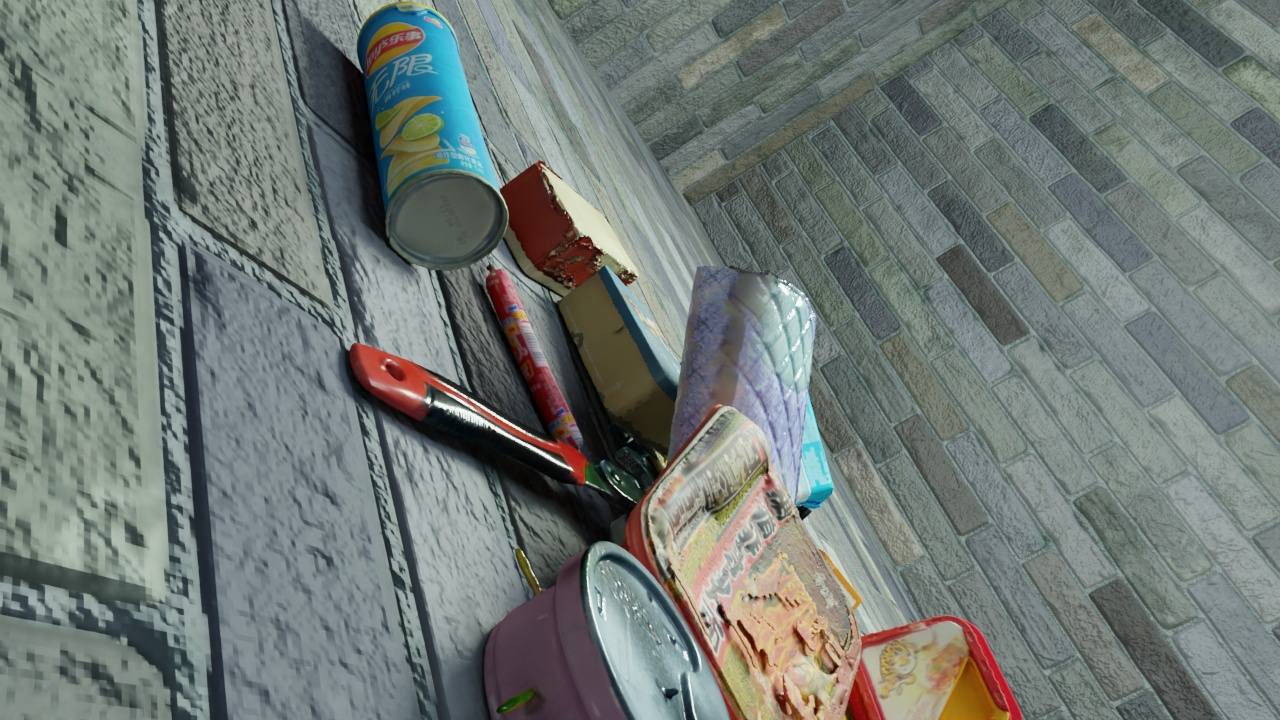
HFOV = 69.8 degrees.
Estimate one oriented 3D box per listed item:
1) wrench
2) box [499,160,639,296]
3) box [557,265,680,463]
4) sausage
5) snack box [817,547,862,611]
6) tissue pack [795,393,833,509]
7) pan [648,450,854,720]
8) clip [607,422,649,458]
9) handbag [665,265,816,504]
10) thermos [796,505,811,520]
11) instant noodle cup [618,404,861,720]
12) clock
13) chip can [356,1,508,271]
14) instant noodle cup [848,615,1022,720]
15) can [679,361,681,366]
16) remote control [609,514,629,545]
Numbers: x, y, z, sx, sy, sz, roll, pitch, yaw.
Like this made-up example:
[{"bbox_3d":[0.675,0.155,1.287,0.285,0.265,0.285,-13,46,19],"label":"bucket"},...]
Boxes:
[{"bbox_3d":[-0.055,0.046,0.506,0.273,0.016,0.056,32,22,-55],"label":"wrench"},{"bbox_3d":[-0.058,-0.111,0.824,0.091,0.076,0.168,61,11,16],"label":"box"},{"bbox_3d":[-0.004,0.004,0.752,0.090,0.060,0.184,45,10,-44],"label":"box"},{"bbox_3d":[-0.072,-0.001,0.607,0.155,0.020,0.020,63,12,21],"label":"sausage"},{"bbox_3d":[0.137,0.183,0.868,0.075,0.026,0.154,52,-13,-26],"label":"snack box"},{"bbox_3d":[0.140,0.093,0.961,0.063,0.089,0.140,-36,-114,60],"label":"tissue pack"},{"bbox_3d":[0.089,0.188,0.754,0.357,0.078,0.197,68,10,13],"label":"pan"},{"bbox_3d":[-0.007,0.069,0.728,0.033,0.013,0.054,64,13,26],"label":"clip"},{"bbox_3d":[0.070,0.038,0.662,0.134,0.076,0.193,21,76,-62],"label":"handbag"},{"bbox_3d":[0.129,0.116,1.032,0.143,0.093,0.093,48,13,-15],"label":"thermos"},{"bbox_3d":[0.051,0.138,0.525,0.189,0.079,0.164,60,32,-6],"label":"instant noodle cup"},{"bbox_3d":[-0.002,0.155,0.389,0.158,0.060,0.117,52,11,-22],"label":"clock"},{"bbox_3d":[-0.137,-0.150,0.587,0.071,0.071,0.210,47,16,-46],"label":"chip can"},{"bbox_3d":[0.227,0.282,0.724,0.116,0.117,0.124,-102,175,-49],"label":"instant noodle cup"},{"bbox_3d":[0.082,0.007,0.854,0.058,0.147,0.057,55,11,-16],"label":"can"},{"bbox_3d":[0.019,0.145,0.602,0.125,0.024,0.049,46,16,-44],"label":"remote control"}]
